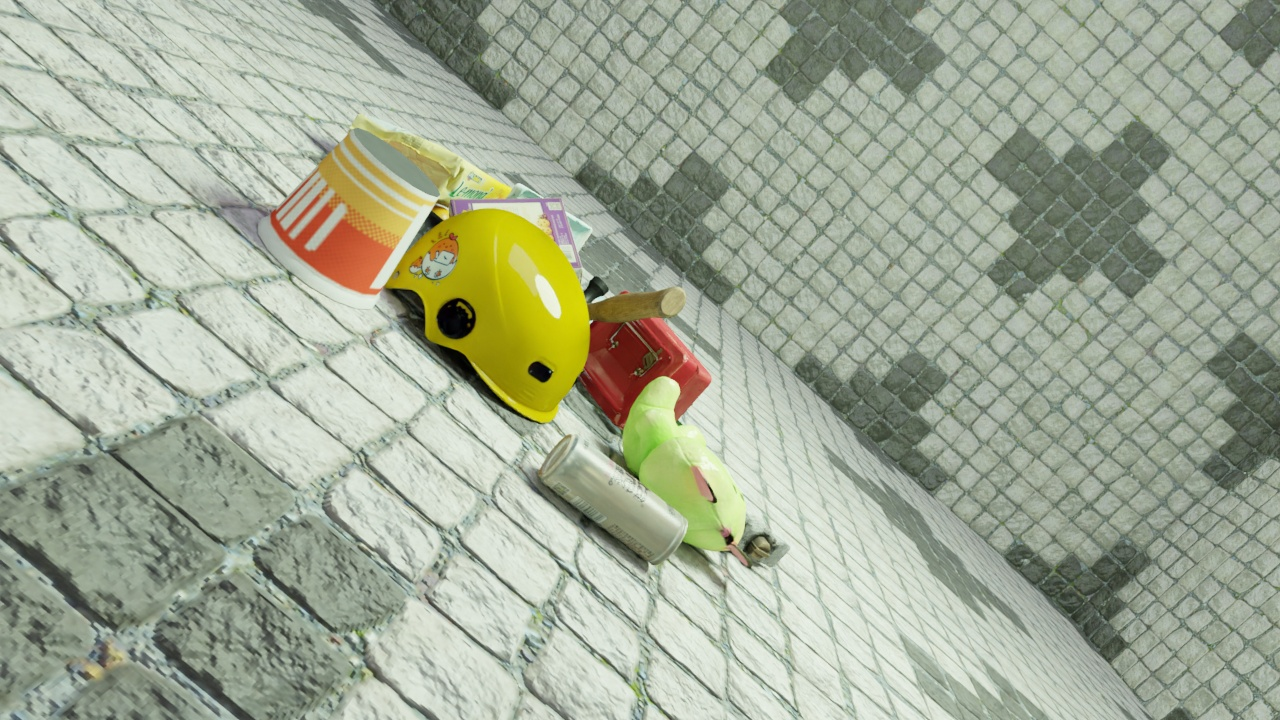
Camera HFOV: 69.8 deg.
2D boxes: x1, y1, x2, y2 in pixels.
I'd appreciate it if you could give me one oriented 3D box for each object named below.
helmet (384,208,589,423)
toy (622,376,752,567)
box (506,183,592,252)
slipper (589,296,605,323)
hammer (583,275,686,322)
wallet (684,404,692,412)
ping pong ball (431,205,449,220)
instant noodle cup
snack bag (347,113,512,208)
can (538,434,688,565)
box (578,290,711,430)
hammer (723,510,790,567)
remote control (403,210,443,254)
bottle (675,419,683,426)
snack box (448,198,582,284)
[{"bbox_3d":[-0.131,-0.066,0.962,0.240,0.140,0.209,46,12,20],"label":"helmet"},{"bbox_3d":[0.042,0.121,0.970,0.196,0.107,0.150,-105,169,-55],"label":"toy"},{"bbox_3d":[-0.149,-0.161,1.293,0.041,0.134,0.197,34,7,26],"label":"box"},{"bbox_3d":[-0.060,-0.051,1.322,0.104,0.074,0.245,45,10,19],"label":"slipper"},{"bbox_3d":[-0.036,-0.055,1.049,0.040,0.132,0.306,50,-19,-17],"label":"hammer"},{"bbox_3d":[0.031,0.051,1.362,0.089,0.026,0.115,42,11,4],"label":"wallet"},{"bbox_3d":[-0.266,-0.183,1.202,0.040,0.040,0.040,40,11,-10],"label":"ping pong ball"},{"bbox_3d":[-0.257,-0.133,0.835,0.123,0.121,0.123,40,11,-10],"label":"instant noodle cup"},{"bbox_3d":[-0.277,-0.250,1.247,0.160,0.068,0.247,24,3,11],"label":"snack bag"},{"bbox_3d":[-0.025,0.124,0.824,0.135,0.054,0.054,39,12,-13],"label":"can"},{"bbox_3d":[-0.005,0.009,1.147,0.092,0.129,0.157,30,17,-49],"label":"box"},{"bbox_3d":[0.069,0.133,1.149,0.121,0.049,0.318,35,11,-43],"label":"hammer"},{"bbox_3d":[-0.267,-0.154,1.113,0.045,0.008,0.146,39,21,-15],"label":"remote control"},{"bbox_3d":[0.047,0.095,1.256,0.106,0.025,0.025,47,12,23],"label":"bottle"},{"bbox_3d":[-0.157,-0.144,1.137,0.148,0.041,0.143,-3,47,-15],"label":"snack box"}]
